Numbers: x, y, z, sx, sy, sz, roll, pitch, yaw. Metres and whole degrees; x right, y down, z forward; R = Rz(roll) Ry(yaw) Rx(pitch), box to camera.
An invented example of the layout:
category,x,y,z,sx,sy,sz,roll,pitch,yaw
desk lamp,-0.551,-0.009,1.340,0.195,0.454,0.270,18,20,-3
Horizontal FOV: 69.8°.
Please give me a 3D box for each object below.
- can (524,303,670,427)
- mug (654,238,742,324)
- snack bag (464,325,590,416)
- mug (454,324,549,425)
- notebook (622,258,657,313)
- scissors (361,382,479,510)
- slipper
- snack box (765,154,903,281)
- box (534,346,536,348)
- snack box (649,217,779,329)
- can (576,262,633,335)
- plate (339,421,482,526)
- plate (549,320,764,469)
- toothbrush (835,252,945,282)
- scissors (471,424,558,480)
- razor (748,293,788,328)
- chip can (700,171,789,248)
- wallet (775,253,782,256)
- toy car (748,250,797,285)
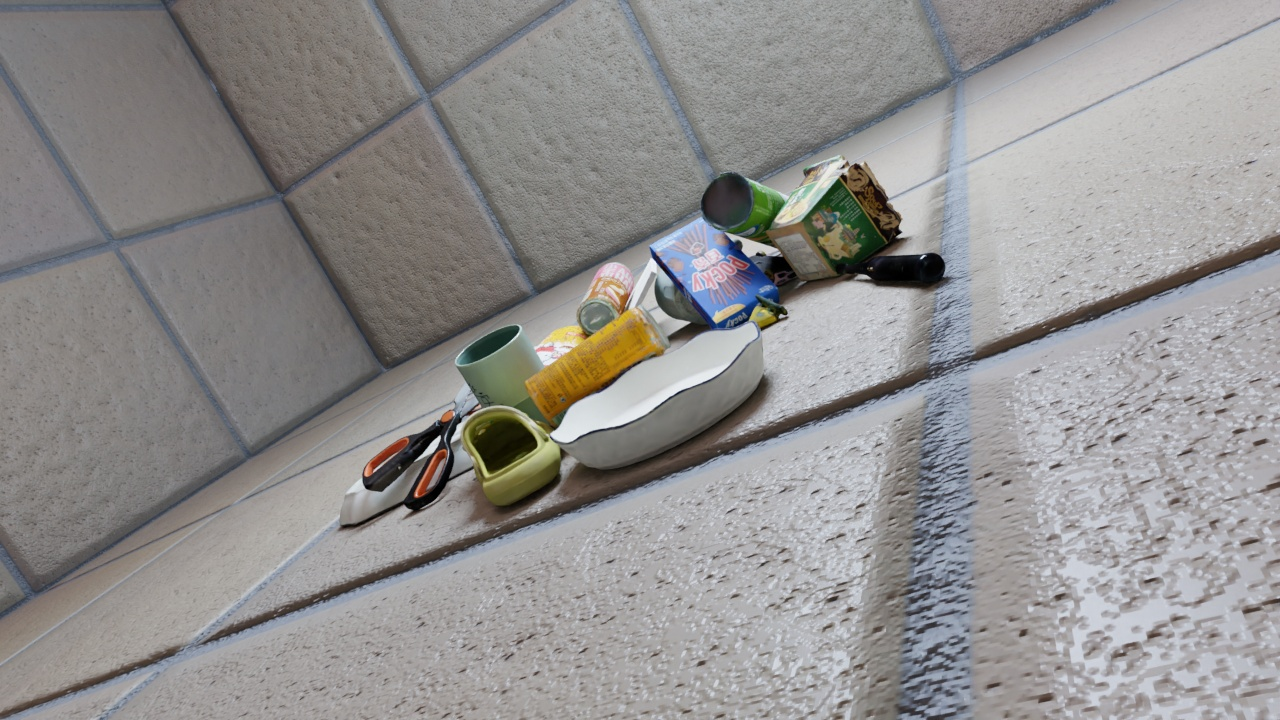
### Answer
category,x,y,z,sx,sy,sz,roll,pitch,yaw
can,-0.044,0.005,0.930,0.146,0.058,0.058,-35,10,-3
mug,0.080,-0.105,1.173,0.124,0.083,0.103,-55,13,0
snack bag,-0.125,0.019,1.169,0.129,0.073,0.207,-6,17,21
mug,-0.150,0.026,1.016,0.112,0.106,0.082,0,36,50
notebook,-0.015,-0.065,1.259,0.150,0.012,0.209,-61,5,9
scissors,-0.230,0.089,1.068,0.221,0.022,0.223,-30,34,7
slipper,-0.126,0.078,0.881,0.091,0.081,0.190,-27,12,-8
snack box,0.215,-0.155,1.058,0.105,0.118,0.118,-42,14,-16
box,-0.174,0.033,1.274,0.080,0.074,0.163,-32,9,31
snack box,0.085,-0.103,1.082,0.084,0.026,0.157,-30,53,-9
can,-0.047,-0.086,1.269,0.058,0.058,0.147,-25,19,20
plate,-0.261,0.124,1.141,0.266,0.034,0.162,-27,10,10
plate,0.021,0.032,0.808,0.205,0.045,0.204,-28,9,5
toothbrush,0.235,-0.089,0.894,0.027,0.026,0.212,5,4,-9
scissors,-0.104,0.078,1.010,0.172,0.014,0.159,-27,11,17
razor,0.091,-0.027,0.955,0.132,0.028,0.043,-30,41,-23
chip can,0.159,-0.179,1.146,0.072,0.072,0.235,-23,-13,29
wallet,0.138,-0.112,1.289,0.122,0.020,0.096,-30,10,-22
toy car,0.163,-0.114,1.184,0.056,0.037,0.122,-31,23,-23
